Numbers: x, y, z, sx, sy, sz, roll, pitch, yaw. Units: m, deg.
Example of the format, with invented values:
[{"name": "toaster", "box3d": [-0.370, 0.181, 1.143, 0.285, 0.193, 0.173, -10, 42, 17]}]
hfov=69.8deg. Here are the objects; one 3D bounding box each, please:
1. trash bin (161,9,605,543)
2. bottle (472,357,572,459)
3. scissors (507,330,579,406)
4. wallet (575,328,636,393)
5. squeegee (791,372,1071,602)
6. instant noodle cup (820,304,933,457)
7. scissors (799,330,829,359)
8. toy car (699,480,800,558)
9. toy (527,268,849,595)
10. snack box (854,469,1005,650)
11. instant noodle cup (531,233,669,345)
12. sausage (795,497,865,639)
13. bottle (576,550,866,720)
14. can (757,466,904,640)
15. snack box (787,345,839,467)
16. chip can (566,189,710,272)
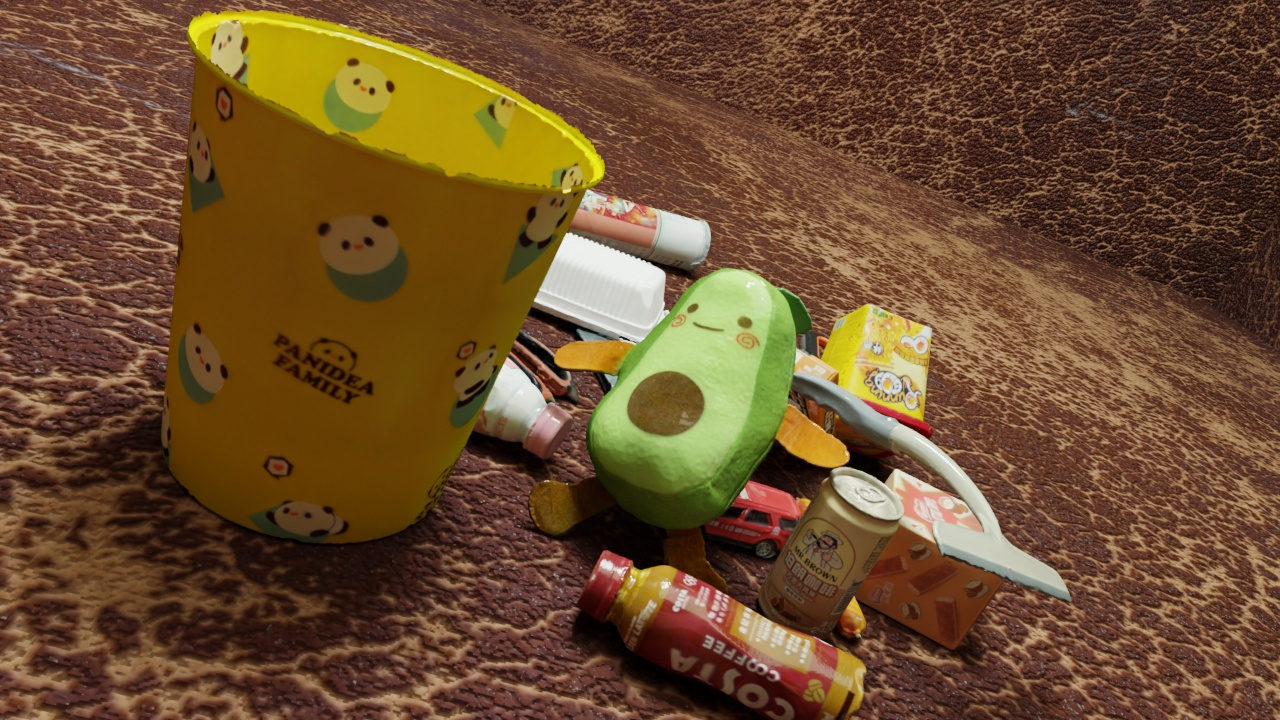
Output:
[{"name": "trash bin", "box3d": [-0.172, -0.044, 0.561, 0.229, 0.256, 0.229, 19, 24, -9]}, {"name": "bottle", "box3d": [-0.144, 0.009, 0.714, 0.197, 0.068, 0.068, 32, 25, 9]}, {"name": "scissors", "box3d": [-0.143, -0.027, 0.768, 0.206, 0.015, 0.194, 17, 37, -48]}, {"name": "wallet", "box3d": [-0.005, 0.005, 0.902, 0.097, 0.019, 0.120, 10, 25, -27]}, {"name": "squeegee", "box3d": [0.191, 0.067, 0.675, 0.246, 0.039, 0.246, 25, 14, -46]}, {"name": "instant noodle cup", "box3d": [0.227, 0.021, 0.910, 0.116, 0.123, 0.116, 20, -16, -10]}, {"name": "scissors", "box3d": [0.179, 0.014, 1.053, 0.224, 0.022, 0.220, 29, 30, 15]}, {"name": "toy car", "box3d": [0.069, 0.116, 0.714, 0.120, 0.045, 0.053, 13, 25, -18]}, {"name": "toy", "box3d": [0.034, 0.037, 0.645, 0.227, 0.246, 0.090, 22, -16, 17]}, {"name": "snack box", "box3d": [0.226, 0.155, 0.732, 0.094, 0.077, 0.092, 27, 25, 7]}, {"name": "instant noodle cup", "box3d": [-0.050, -0.084, 0.975, 0.173, 0.060, 0.137, 20, 21, 3]}, {"name": "sausage", "box3d": [0.145, 0.158, 0.721, 0.021, 0.021, 0.165, 17, 26, -16]}, {"name": "bottle", "box3d": [0.047, 0.172, 0.562, 0.175, 0.058, 0.057, 25, 25, 4]}, {"name": "can", "box3d": [0.130, 0.136, 0.638, 0.058, 0.116, 0.058, 19, 25, -9]}, {"name": "snack box", "box3d": [0.141, 0.037, 0.837, 0.075, 0.154, 0.026, 36, 71, 27]}, {"name": "chip can", "box3d": [-0.019, -0.170, 1.181, 0.214, 0.071, 0.071, 11, 28, -25]}]
